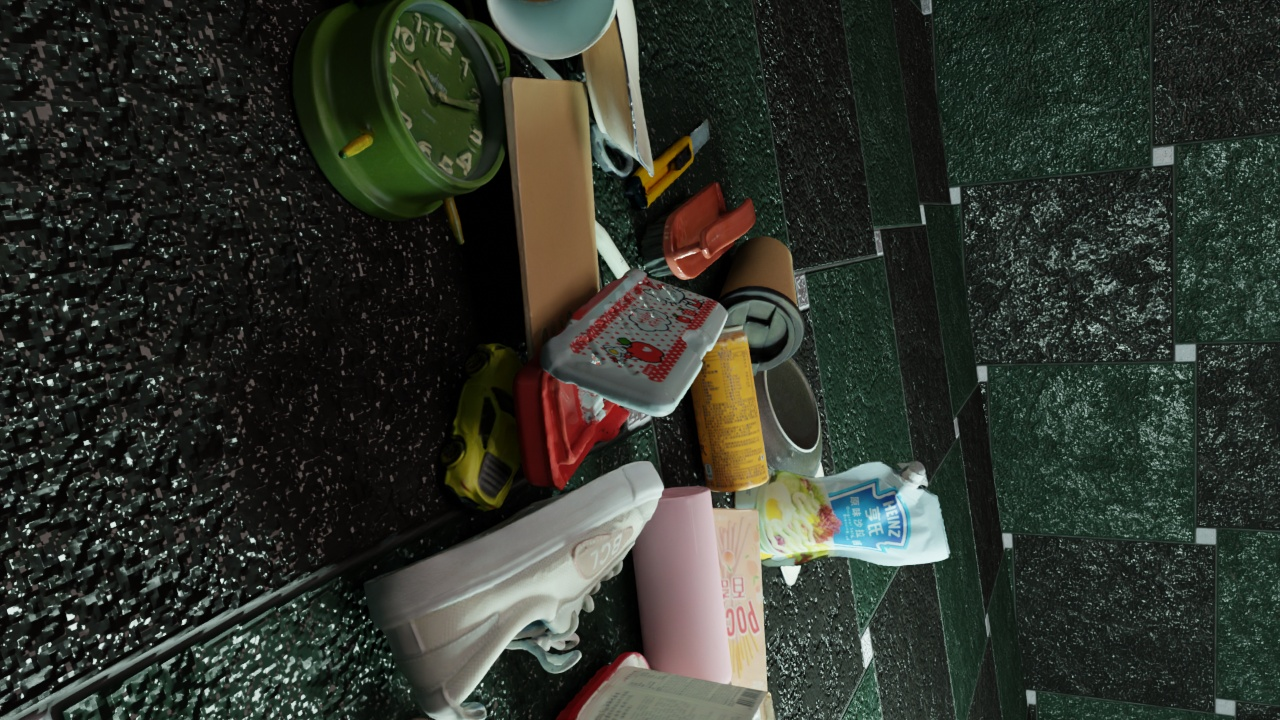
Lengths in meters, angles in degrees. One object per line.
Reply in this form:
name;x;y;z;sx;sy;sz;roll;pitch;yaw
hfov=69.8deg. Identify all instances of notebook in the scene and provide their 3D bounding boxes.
notebook;-0.051;-0.076;0.601;0.147;0.008;0.208;-50;139;-69

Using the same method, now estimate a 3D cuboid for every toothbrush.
toothbrush;-0.023;-0.088;0.713;0.020;0.029;0.189;-40;132;-8

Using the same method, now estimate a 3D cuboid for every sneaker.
sneaker;-0.047;0.126;0.532;0.241;0.090;0.090;-18;84;-58

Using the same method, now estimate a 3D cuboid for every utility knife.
utility knife;0.033;-0.188;0.848;0.222;0.015;0.033;-54;133;-53

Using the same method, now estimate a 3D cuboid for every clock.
clock;-0.121;-0.153;0.499;0.116;0.056;0.161;38;51;-55

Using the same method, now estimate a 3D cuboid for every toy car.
toy car;-0.086;0.037;0.547;0.048;0.032;0.105;47;42;-48

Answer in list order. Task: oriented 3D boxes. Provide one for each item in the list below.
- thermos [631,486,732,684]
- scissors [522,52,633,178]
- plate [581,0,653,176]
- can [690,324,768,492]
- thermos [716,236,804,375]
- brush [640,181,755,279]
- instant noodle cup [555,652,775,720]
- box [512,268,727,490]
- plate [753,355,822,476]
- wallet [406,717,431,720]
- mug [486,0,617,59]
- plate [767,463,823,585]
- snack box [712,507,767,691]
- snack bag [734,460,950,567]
thermos;0.035;0.198;0.689;0.067;0.087;0.198;-5;87;-19
scissors;-0.050;-0.203;0.695;0.181;0.014;0.159;49;42;-47
plate;-0.020;-0.224;0.664;0.164;0.034;0.163;39;44;-82
can;0.077;0.043;0.831;0.058;0.058;0.146;-17;99;-62
thermos;0.116;-0.060;0.909;0.143;0.093;0.093;-75;146;-51
brush;0.054;-0.113;0.812;0.145;0.069;0.063;-44;122;-57
instant noodle cup;0.022;0.263;0.599;0.116;0.124;0.116;-27;108;-61
box;-0.001;0.002;0.579;0.201;0.101;0.095;-54;141;-66
plate;0.153;0.044;0.970;0.179;0.024;0.179;34;46;-43
wallet;-0.094;0.257;0.483;0.124;0.032;0.101;54;36;-44
mug;-0.064;-0.250;0.579;0.078;0.078;0.122;57;9;-40
plate;0.175;0.148;1.021;0.164;0.034;0.163;68;30;-26
snack box;0.067;0.204;0.779;0.084;0.026;0.157;9;74;-39
snack bag;0.189;0.148;0.876;0.038;0.191;0.110;-32;112;-62
